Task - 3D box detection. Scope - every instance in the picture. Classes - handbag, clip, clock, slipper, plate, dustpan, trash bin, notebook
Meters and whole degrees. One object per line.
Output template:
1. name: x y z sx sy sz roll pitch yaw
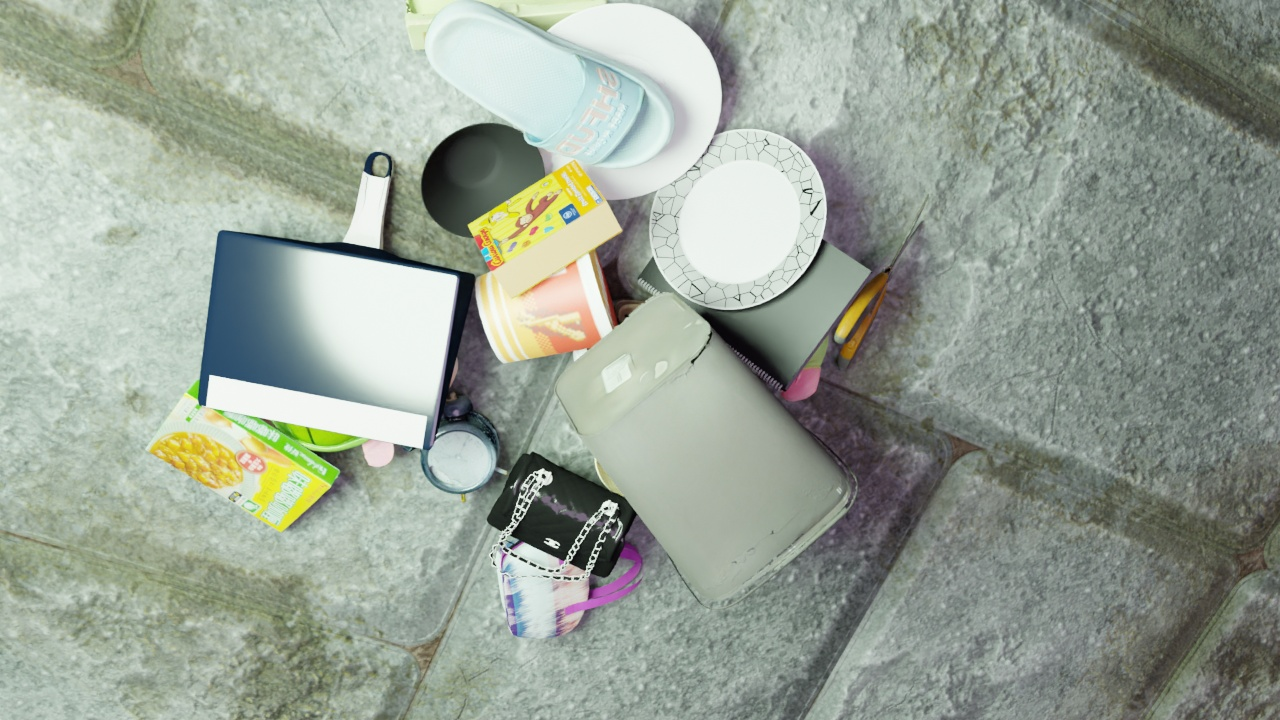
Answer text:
1. handbag: -0.080 0.256 1.084 0.169 0.068 0.145 -9 109 -13
2. clip: -0.001 -0.054 1.014 0.062 0.045 0.024 -5 110 -28
3. clock: -0.208 0.090 1.009 0.090 0.052 0.129 -34 106 2
4. slipper: -0.082 -0.243 0.848 0.245 0.074 0.104 22 126 -26
5. handbag: -0.089 0.179 0.991 0.153 0.114 0.125 28 146 0
6. plate: -0.024 -0.253 0.912 0.208 0.015 0.209 -5 133 -5
7. dustpan: -0.287 -0.072 0.903 0.236 0.080 0.273 11 97 2
8. trash bin: 0.051 0.075 0.879 0.197 0.197 0.220 -40 117 0
9. notebook: 0.112 -0.086 0.953 0.207 0.016 0.149 39 100 24
10. plate: 0.099 -0.145 0.948 0.189 0.016 0.188 -4 82 24

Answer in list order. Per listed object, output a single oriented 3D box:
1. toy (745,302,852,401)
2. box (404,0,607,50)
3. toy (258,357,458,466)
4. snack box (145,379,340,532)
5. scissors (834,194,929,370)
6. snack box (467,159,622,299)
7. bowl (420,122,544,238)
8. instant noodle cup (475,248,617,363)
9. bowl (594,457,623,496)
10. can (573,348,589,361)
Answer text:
1. toy: 0.141 -0.075 0.997 0.192 0.096 0.237 2 94 2
2. box: -0.131 -0.347 0.875 0.188 0.091 0.083 -8 86 -10
3. toy: -0.304 0.022 0.951 0.238 0.087 0.190 -7 93 3
4. snack box: -0.416 0.104 0.957 0.168 0.027 0.132 38 130 -19
5. scissors: 0.253 -0.073 0.989 0.016 0.224 0.226 30 117 17
6. snack box: -0.095 -0.130 0.899 0.126 0.088 0.040 -32 135 0
7. bowl: -0.163 -0.189 0.914 0.124 0.052 0.124 -15 133 -17
8. instant noodle cup: -0.096 -0.059 0.947 0.121 0.123 0.123 -16 110 4
9. bowl: 0.003 0.091 1.031 0.118 0.074 0.118 -3 108 -9
10. can: -0.006 0.006 1.003 0.128 0.072 0.072 -7 109 -7
